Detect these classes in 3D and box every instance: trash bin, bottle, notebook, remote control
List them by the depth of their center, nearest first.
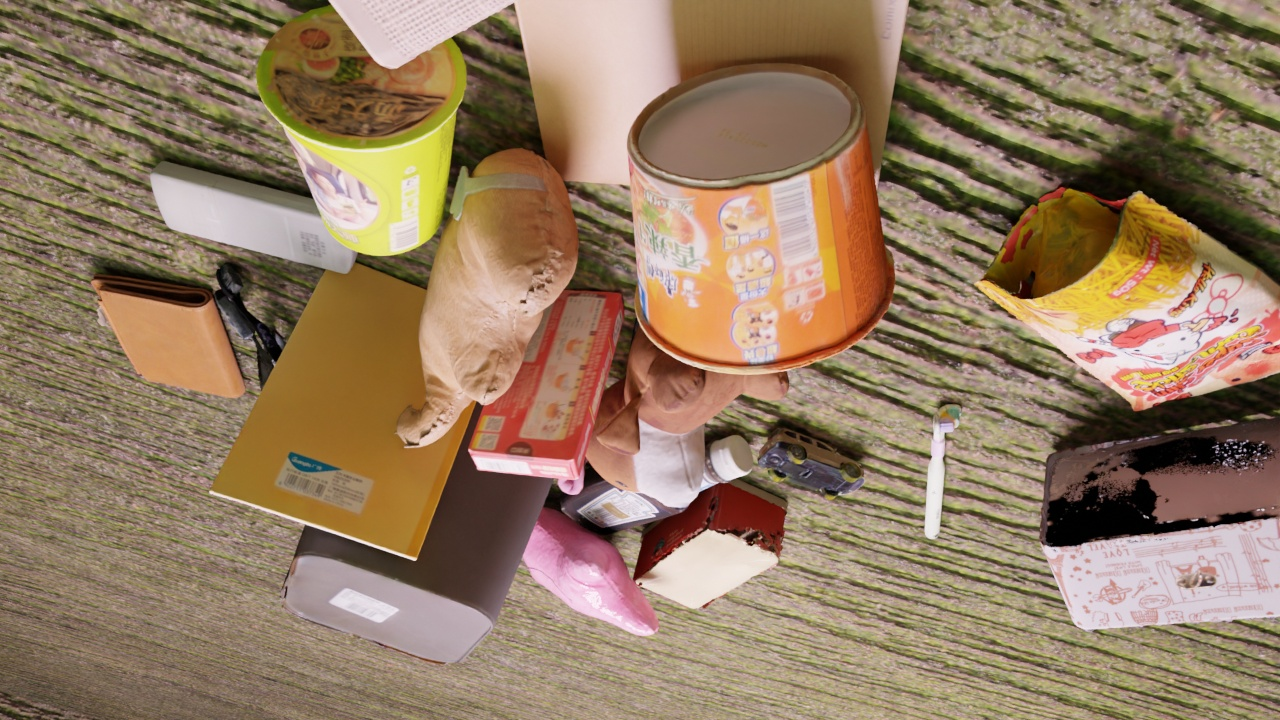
[{"bbox_3d":[0.039,-0.156,0.531,0.211,0.012,0.150,6,142,10],"label":"notebook"},{"bbox_3d":[-0.197,0.028,0.671,0.146,0.205,0.010,21,148,-9],"label":"notebook"},{"bbox_3d":[-0.284,-0.106,0.681,0.150,0.021,0.058,14,141,0],"label":"remote control"},{"bbox_3d":[-0.174,0.107,0.753,0.198,0.219,0.200,24,142,-11],"label":"trash bin"},{"bbox_3d":[0.015,0.112,0.839,0.195,0.043,0.080,-24,131,37],"label":"bottle"}]

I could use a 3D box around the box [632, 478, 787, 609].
[{"bbox_3d":[0.065,0.187,0.888,0.091,0.077,0.169,25,141,-14],"label":"box"}]

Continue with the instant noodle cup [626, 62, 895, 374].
[{"bbox_3d":[0.061,-0.083,0.498,0.151,0.151,0.111,1,135,16],"label":"instant noodle cup"}]

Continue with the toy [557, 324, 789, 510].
[{"bbox_3d":[0.021,0.045,0.689,0.140,0.130,0.200,-1,151,-34],"label":"toy"}]

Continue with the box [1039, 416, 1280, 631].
[{"bbox_3d":[0.409,0.152,0.668,0.181,0.157,0.205,-14,115,31],"label":"box"}]

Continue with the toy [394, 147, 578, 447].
[{"bbox_3d":[-0.109,-0.036,0.613,0.082,0.143,0.227,16,132,-21],"label":"toy"}]

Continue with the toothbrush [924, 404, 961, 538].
[{"bbox_3d":[0.251,0.101,0.772,0.020,0.029,0.190,43,160,37],"label":"toothbrush"}]

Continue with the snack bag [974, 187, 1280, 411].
[{"bbox_3d":[0.317,-0.029,0.569,0.207,0.073,0.129,26,140,-26],"label":"snack bag"}]

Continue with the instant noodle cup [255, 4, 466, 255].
[{"bbox_3d":[-0.162,-0.130,0.556,0.111,0.111,0.124,15,150,-2],"label":"instant noodle cup"}]

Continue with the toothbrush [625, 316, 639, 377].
[{"bbox_3d":[-0.004,0.004,0.736,0.018,0.015,0.181,7,142,-1],"label":"toothbrush"}]

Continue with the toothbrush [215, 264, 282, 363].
[{"bbox_3d":[-0.286,-0.012,0.716,0.017,0.189,0.014,-50,156,20],"label":"toothbrush"}]

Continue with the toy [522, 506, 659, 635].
[{"bbox_3d":[-0.056,0.213,0.919,0.195,0.074,0.179,31,158,36],"label":"toy"}]

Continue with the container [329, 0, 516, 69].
[{"bbox_3d":[-0.093,-0.214,0.440,0.111,0.090,0.090,-13,134,26],"label":"container"}]

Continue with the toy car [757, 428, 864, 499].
[{"bbox_3d":[0.146,0.087,0.774,0.090,0.035,0.042,22,142,-10],"label":"toy car"}]

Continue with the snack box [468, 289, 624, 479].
[{"bbox_3d":[-0.063,0.012,0.652,0.075,0.152,0.025,4,141,13],"label":"snack box"}]

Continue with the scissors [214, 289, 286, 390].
[{"bbox_3d":[-0.303,-0.003,0.733,0.165,0.014,0.163,51,176,4],"label":"scissors"}]

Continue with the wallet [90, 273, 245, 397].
[{"bbox_3d":[-0.420,-0.020,0.821,0.108,0.031,0.132,10,141,1],"label":"wallet"}]
